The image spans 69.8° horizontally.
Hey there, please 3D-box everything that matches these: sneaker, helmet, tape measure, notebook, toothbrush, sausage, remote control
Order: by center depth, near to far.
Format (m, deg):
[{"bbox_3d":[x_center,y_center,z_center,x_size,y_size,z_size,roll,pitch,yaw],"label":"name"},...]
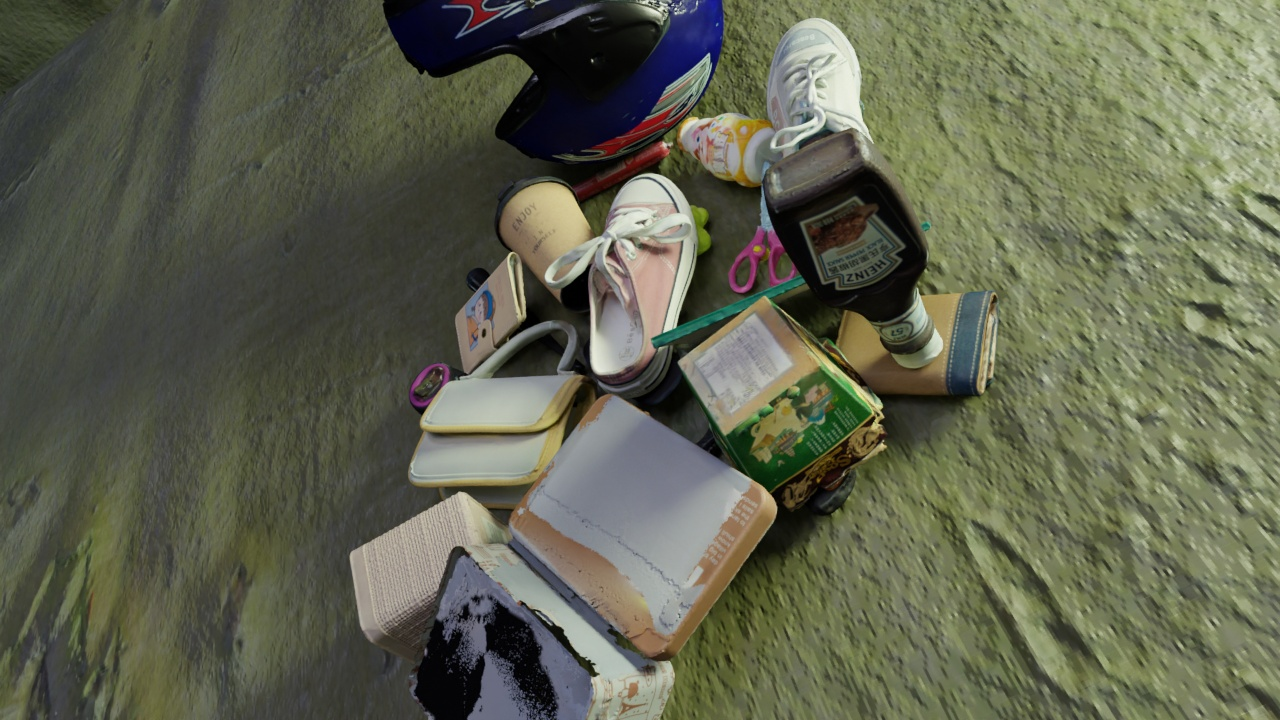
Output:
[{"bbox_3d":[0.117,-0.055,0.709,0.209,0.150,0.012,-23,88,14],"label":"notebook"},{"bbox_3d":[0.145,-0.208,0.778,0.090,0.090,0.241,-20,59,25],"label":"sneaker"},{"bbox_3d":[-0.009,-0.086,0.796,0.118,0.088,0.240,-8,52,22],"label":"sneaker"},{"bbox_3d":[-0.005,0.005,0.811,0.053,0.024,0.136,-49,38,-6],"label":"remote control"},{"bbox_3d":[-0.201,0.031,0.913,0.057,0.039,0.057,23,73,41],"label":"tape measure"},{"bbox_3d":[-0.116,-0.039,0.919,0.213,0.026,0.027,40,117,42],"label":"toothbrush"},{"bbox_3d":[-0.069,-0.318,0.930,0.315,0.240,0.247,-24,22,4],"label":"helmet"},{"bbox_3d":[-0.034,-0.196,0.981,0.156,0.020,0.020,-24,49,17],"label":"sausage"}]

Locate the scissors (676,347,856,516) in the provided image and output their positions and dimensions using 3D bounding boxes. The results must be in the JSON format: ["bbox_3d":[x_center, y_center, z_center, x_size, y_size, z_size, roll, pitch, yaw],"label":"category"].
[{"bbox_3d":[0.076,0.060,0.728,0.220,0.022,0.235,-46,43,-9],"label":"scissors"}]

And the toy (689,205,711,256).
[{"bbox_3d":[0.019,-0.119,0.884,0.100,0.031,0.096,-19,52,21],"label":"toy"}]

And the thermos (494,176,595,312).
[{"bbox_3d":[-0.083,-0.115,0.912,0.093,0.093,0.143,-38,53,4],"label":"thermos"}]

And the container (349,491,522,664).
[{"bbox_3d":[-0.162,0.177,0.752,0.111,0.090,0.089,-32,47,6],"label":"container"}]

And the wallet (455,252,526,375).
[{"bbox_3d":[-0.149,-0.041,0.912,0.115,0.024,0.087,-38,48,41],"label":"wallet"}]

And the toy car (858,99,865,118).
[{"bbox_3d":[0.165,-0.190,0.837,0.054,0.036,0.120,15,76,38],"label":"toy car"}]

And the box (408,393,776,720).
[{"bbox_3d":[-0.040,0.163,0.637,0.179,0.110,0.260,31,104,43],"label":"box"}]

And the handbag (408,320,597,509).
[{"bbox_3d":[-0.121,0.041,0.832,0.164,0.063,0.178,-4,61,30],"label":"handbag"}]

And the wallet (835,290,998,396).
[{"bbox_3d":[0.204,-0.011,0.687,0.115,0.033,0.090,-1,56,33],"label":"wallet"}]

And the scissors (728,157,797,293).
[{"bbox_3d":[0.121,-0.123,0.813,0.073,0.017,0.137,6,75,39],"label":"scissors"}]

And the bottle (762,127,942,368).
[{"bbox_3d":[0.150,-0.061,0.599,0.080,0.195,0.044,-24,45,21],"label":"bottle"}]

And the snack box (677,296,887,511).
[{"bbox_3d":[0.093,0.024,0.645,0.118,0.105,0.117,-37,46,7],"label":"snack box"}]

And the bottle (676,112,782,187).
[{"bbox_3d":[0.083,-0.206,0.882,0.108,0.063,0.063,29,77,43],"label":"bottle"}]
